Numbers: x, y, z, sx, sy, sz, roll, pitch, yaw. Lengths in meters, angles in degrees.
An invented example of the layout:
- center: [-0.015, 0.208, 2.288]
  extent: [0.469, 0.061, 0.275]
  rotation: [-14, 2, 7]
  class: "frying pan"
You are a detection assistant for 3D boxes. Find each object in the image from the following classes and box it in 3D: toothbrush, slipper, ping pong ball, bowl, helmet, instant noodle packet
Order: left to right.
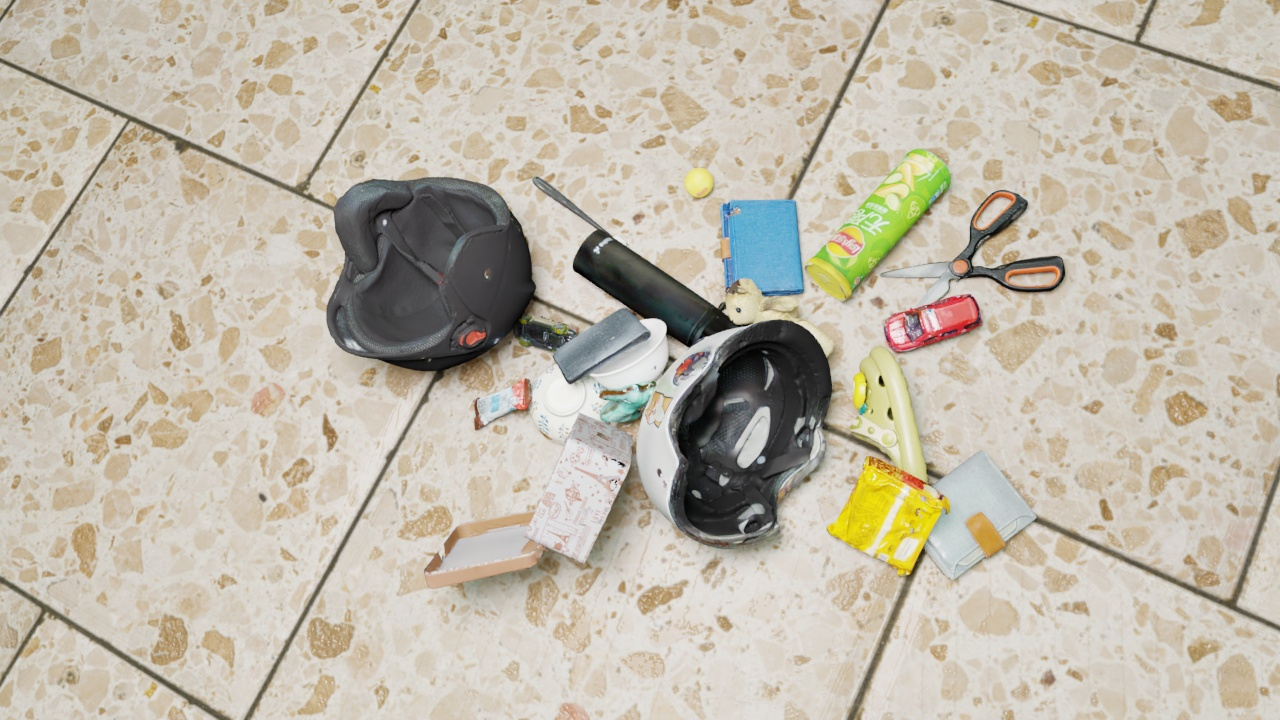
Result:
- center: [-0.260, -0.099, 1.168]
  extent: [0.233, 0.230, 0.274]
  rotation: [29, 78, 31]
  class: "helmet"
- center: [-0.094, 0.051, 1.190]
  extent: [0.113, 0.062, 0.113]
  rotation: [-2, 75, 8]
  class: "bowl"
- center: [-0.086, -0.208, 1.286]
  extent: [0.181, 0.018, 0.015]
  rotation: [38, 85, 17]
  class: "toothbrush"
- center: [-0.007, 0.007, 1.169]
  extent: [0.118, 0.118, 0.065]
  rotation: [-30, 114, -2]
  class: "bowl"
- center: [0.080, -0.244, 1.260]
  extent: [0.040, 0.040, 0.040]
  rotation: [-2, 74, 7]
  class: "ping pong ball"
- center: [0.094, 0.078, 1.096]
  extent: [0.157, 0.230, 0.273]
  rotation: [10, 73, 53]
  class: "helmet"
- center: [0.294, 0.076, 1.116]
  extent: [0.082, 0.091, 0.190]
  rotation: [-14, 74, 9]
  class: "slipper"
- center: [0.290, 0.184, 1.077]
  extent: [0.111, 0.129, 0.044]
  rotation: [29, 36, 16]
  class: "instant noodle packet"

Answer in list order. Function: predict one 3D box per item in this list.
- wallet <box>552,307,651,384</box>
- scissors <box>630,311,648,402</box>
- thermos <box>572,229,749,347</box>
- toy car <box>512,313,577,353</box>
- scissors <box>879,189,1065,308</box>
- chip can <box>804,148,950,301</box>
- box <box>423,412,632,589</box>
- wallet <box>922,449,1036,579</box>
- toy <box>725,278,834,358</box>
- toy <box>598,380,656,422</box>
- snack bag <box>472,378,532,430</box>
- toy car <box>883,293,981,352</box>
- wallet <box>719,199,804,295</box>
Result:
- center: [-0.052, -0.020, 1.168]
  extent: [0.121, 0.097, 0.019]
  rotation: [-32, 116, -4]
  class: "wallet"
- center: [-0.009, 0.012, 1.216]
  extent: [0.166, 0.014, 0.162]
  rotation: [5, 78, 7]
  class: "scissors"
- center: [0.031, -0.087, 1.217]
  extent: [0.242, 0.069, 0.089]
  rotation: [34, 49, 13]
  class: "thermos"
- center: [-0.128, -0.037, 1.230]
  extent: [0.090, 0.035, 0.042]
  rotation: [14, 119, 11]
  class: "toy car"
- center: [0.434, -0.132, 1.192]
  extent: [0.221, 0.022, 0.224]
  rotation: [14, 78, 16]
  class: "scissors"
- center: [0.311, -0.179, 1.193]
  extent: [0.072, 0.072, 0.221]
  rotation: [41, 83, 16]
  class: "chip can"
- center: [-0.117, 0.181, 1.089]
  extent: [0.272, 0.179, 0.130]
  rotation: [-38, 95, 6]
  class: "box"
- center: [0.391, 0.186, 1.097]
  extent: [0.129, 0.037, 0.106]
  rotation: [-35, 72, -3]
  class: "wallet"
- center: [0.176, -0.048, 1.164]
  extent: [0.157, 0.105, 0.066]
  rotation: [32, 86, -5]
  class: "toy"
- center: [-0.020, 0.049, 1.124]
  extent: [0.096, 0.092, 0.030]
  rotation: [0, 60, -37]
  class: "toy"
- center: [-0.184, 0.057, 1.202]
  extent: [0.106, 0.026, 0.045]
  rotation: [-22, 67, 32]
  class: "snack bag"
- center: [0.368, -0.049, 1.156]
  extent: [0.121, 0.045, 0.053]
  rotation: [-20, 80, 12]
  class: "toy car"
- center: [0.161, -0.150, 1.224]
  extent: [0.106, 0.040, 0.133]
  rotation: [-2, 74, -2]
  class: "wallet"
